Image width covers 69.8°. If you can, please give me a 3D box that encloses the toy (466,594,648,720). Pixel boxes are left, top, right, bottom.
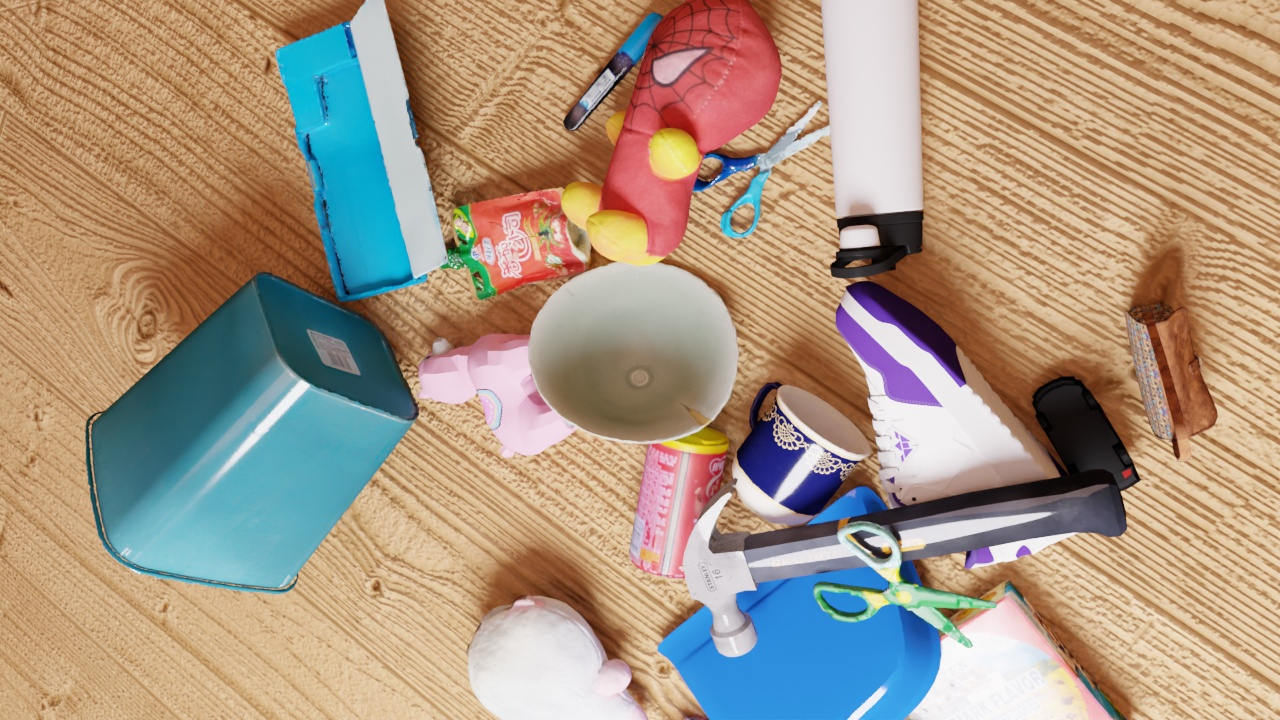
[{"bbox_3d":[-0.073,0.290,0.830,0.179,0.101,0.139,36,121,-6],"label":"toy"}]

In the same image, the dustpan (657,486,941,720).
[{"bbox_3d":[0.156,0.275,0.717,0.246,0.059,0.257,-44,47,20],"label":"dustpan"}]

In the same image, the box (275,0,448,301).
[{"bbox_3d":[-0.239,-0.189,0.837,0.176,0.060,0.243,-11,94,39],"label":"box"}]

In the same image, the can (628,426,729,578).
[{"bbox_3d":[0.032,0.117,0.776,0.067,0.066,0.124,14,102,18],"label":"can"}]

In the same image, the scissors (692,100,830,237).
[{"bbox_3d":[0.096,-0.168,0.738,0.083,0.016,0.135,47,111,10],"label":"scissors"}]

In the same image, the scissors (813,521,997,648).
[{"bbox_3d":[0.188,0.156,0.646,0.132,0.012,0.108,2,111,18],"label":"scissors"}]

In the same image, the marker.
[{"bbox_3d":[-0.023,-0.241,0.772,0.018,0.015,0.123,48,113,4],"label":"marker"}]

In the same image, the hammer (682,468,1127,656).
[{"bbox_3d":[0.179,0.134,0.665,0.313,0.035,0.139,-14,106,23],"label":"hammer"}]

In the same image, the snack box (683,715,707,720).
[{"bbox_3d":[0.156,0.386,0.784,0.273,0.044,0.077,11,107,19],"label":"snack box"}]

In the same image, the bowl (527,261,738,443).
[{"bbox_3d":[-0.005,0.005,0.767,0.174,0.068,0.174,-1,61,2],"label":"bowl"}]

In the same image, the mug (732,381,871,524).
[{"bbox_3d":[0.115,0.073,0.738,0.089,0.085,0.112,-57,42,20],"label":"mug"}]

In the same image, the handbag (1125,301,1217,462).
[{"bbox_3d":[0.340,0.018,0.578,0.043,0.195,0.093,-12,96,27],"label":"handbag"}]

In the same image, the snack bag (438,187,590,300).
[{"bbox_3d":[-0.120,-0.103,0.820,0.155,0.044,0.087,-8,103,27],"label":"snack bag"}]

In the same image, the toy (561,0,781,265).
[{"bbox_3d":[0.026,-0.180,0.711,0.216,0.098,0.147,-58,37,14],"label":"toy"}]

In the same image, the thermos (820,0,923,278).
[{"bbox_3d":[0.164,-0.178,0.666,0.069,0.101,0.230,0,99,34],"label":"thermos"}]

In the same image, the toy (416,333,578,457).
[{"bbox_3d":[-0.125,0.027,0.823,0.158,0.067,0.123,-15,95,27],"label":"toy"}]

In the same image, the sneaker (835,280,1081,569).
[{"bbox_3d":[0.214,0.055,0.692,0.111,0.091,0.244,-42,87,24],"label":"sneaker"}]

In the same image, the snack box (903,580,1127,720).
[{"bbox_3d":[0.278,0.272,0.721,0.143,0.040,0.145,-42,82,22],"label":"snack box"}]

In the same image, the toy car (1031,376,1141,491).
[{"bbox_3d":[0.326,0.056,0.675,0.042,0.036,0.091,-32,76,23],"label":"toy car"}]

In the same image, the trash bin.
[{"bbox_3d":[-0.340,0.061,0.830,0.219,0.199,0.196,-44,53,13],"label":"trash bin"}]
